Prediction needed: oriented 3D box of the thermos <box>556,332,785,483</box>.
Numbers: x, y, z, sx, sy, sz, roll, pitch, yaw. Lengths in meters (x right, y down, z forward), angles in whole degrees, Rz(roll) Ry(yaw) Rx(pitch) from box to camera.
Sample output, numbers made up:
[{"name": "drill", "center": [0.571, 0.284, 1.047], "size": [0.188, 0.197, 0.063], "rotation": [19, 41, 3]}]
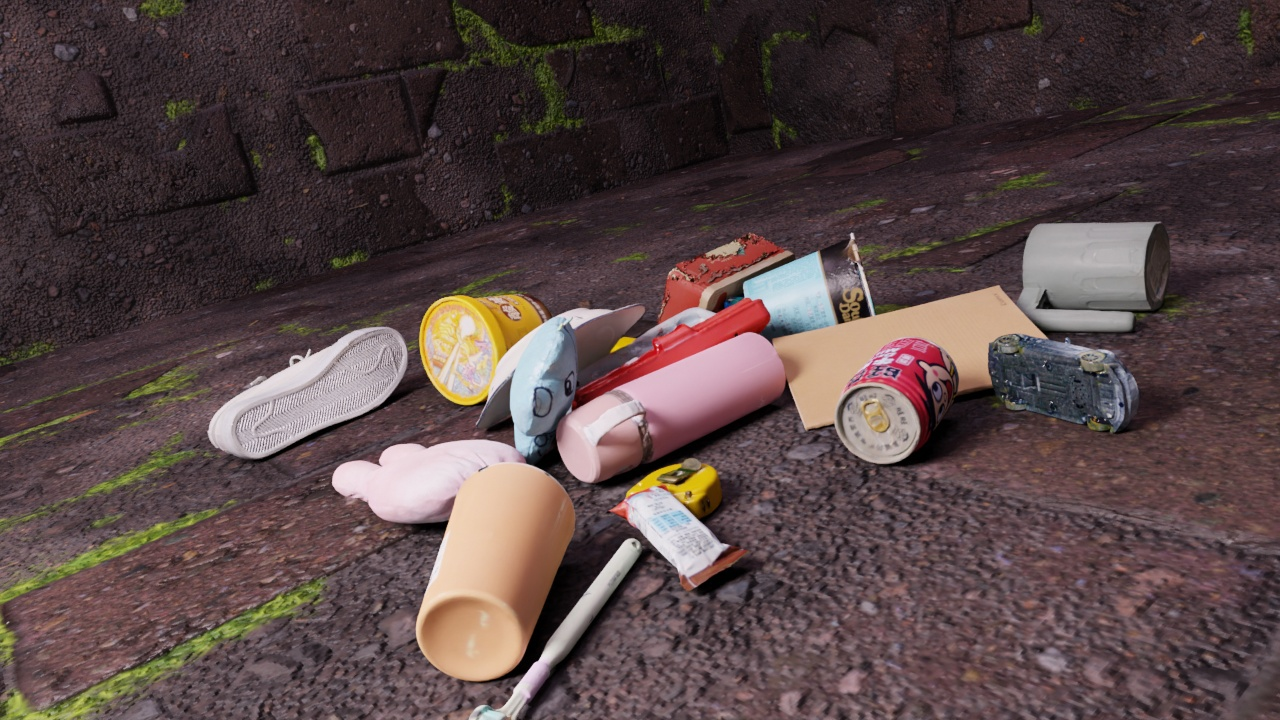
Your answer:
[{"name": "thermos", "center": [0.030, 0.033, 0.737], "size": [0.198, 0.067, 0.087], "rotation": [-21, -18, -33]}]

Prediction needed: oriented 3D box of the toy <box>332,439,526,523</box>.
[{"name": "toy", "center": [-0.168, 0.092, 0.728], "size": [0.160, 0.054, 0.121], "rotation": [2, 14, 41]}]

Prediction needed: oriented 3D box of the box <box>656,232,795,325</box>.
[{"name": "box", "center": [0.091, -0.084, 1.034], "size": [0.077, 0.091, 0.167], "rotation": [34, 40, 28]}]

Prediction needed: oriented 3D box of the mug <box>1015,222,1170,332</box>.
[{"name": "mug", "center": [0.407, -0.071, 0.830], "size": [0.104, 0.084, 0.123], "rotation": [4, 50, 44]}]

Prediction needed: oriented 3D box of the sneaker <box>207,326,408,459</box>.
[{"name": "sneaker", "center": [-0.374, 0.037, 1.043], "size": [0.091, 0.089, 0.241], "rotation": [-4, 24, 44]}]

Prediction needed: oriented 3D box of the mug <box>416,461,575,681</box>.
[{"name": "mug", "center": [-0.085, 0.121, 0.530], "size": [0.078, 0.078, 0.122], "rotation": [-10, 20, 8]}]

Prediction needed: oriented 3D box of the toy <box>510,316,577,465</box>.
[{"name": "toy", "center": [-0.077, 0.023, 0.743], "size": [0.050, 0.156, 0.161], "rotation": [15, 28, -1]}]

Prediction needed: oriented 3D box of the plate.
[{"name": "plate", "center": [-0.084, -0.004, 0.882], "size": [0.163, 0.034, 0.164], "rotation": [-25, -15, -39]}]

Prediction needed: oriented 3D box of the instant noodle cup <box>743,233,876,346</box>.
[{"name": "instant noodle cup", "center": [0.168, -0.059, 0.918], "size": [0.121, 0.111, 0.111], "rotation": [-15, 15, 15]}]

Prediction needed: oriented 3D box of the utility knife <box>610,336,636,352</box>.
[{"name": "utility knife", "center": [0.008, -0.010, 1.021], "size": [0.033, 0.015, 0.154], "rotation": [-29, 23, -29]}]

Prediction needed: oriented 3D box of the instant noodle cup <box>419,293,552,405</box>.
[{"name": "instant noodle cup", "center": [-0.163, -0.020, 1.022], "size": [0.119, 0.118, 0.114], "rotation": [0, 12, 37]}]

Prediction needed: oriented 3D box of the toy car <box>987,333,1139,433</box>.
[{"name": "toy car", "center": [0.294, 0.012, 0.644], "size": [0.036, 0.054, 0.121], "rotation": [-20, 17, -18]}]

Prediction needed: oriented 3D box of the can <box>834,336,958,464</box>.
[{"name": "can", "center": [0.183, 0.028, 0.654], "size": [0.067, 0.066, 0.093], "rotation": [-1, 19, 35]}]

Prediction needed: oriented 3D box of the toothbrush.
[{"name": "toothbrush", "center": [-0.036, 0.146, 0.502], "size": [0.020, 0.029, 0.189], "rotation": [-50, -5, 27]}]

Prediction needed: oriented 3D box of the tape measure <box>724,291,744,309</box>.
[{"name": "tape measure", "center": [0.114, -0.044, 0.980], "size": [0.025, 0.058, 0.054], "rotation": [1, 17, 40]}]

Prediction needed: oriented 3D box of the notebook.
[{"name": "notebook", "center": [0.228, -0.005, 0.777], "size": [0.211, 0.012, 0.149], "rotation": [-13, 28, 4]}]

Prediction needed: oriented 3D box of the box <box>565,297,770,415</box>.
[{"name": "box", "center": [0.013, 0.003, 0.858], "size": [0.200, 0.065, 0.160], "rotation": [-29, 9, -20]}]

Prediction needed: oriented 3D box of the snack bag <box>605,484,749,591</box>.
[{"name": "snack bag", "center": [0.020, 0.105, 0.566], "size": [0.048, 0.026, 0.104], "rotation": [-25, 33, -24]}]

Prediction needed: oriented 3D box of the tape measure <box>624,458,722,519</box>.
[{"name": "tape measure", "center": [0.027, 0.088, 0.635], "size": [0.060, 0.029, 0.057], "rotation": [-1, 19, 36]}]
